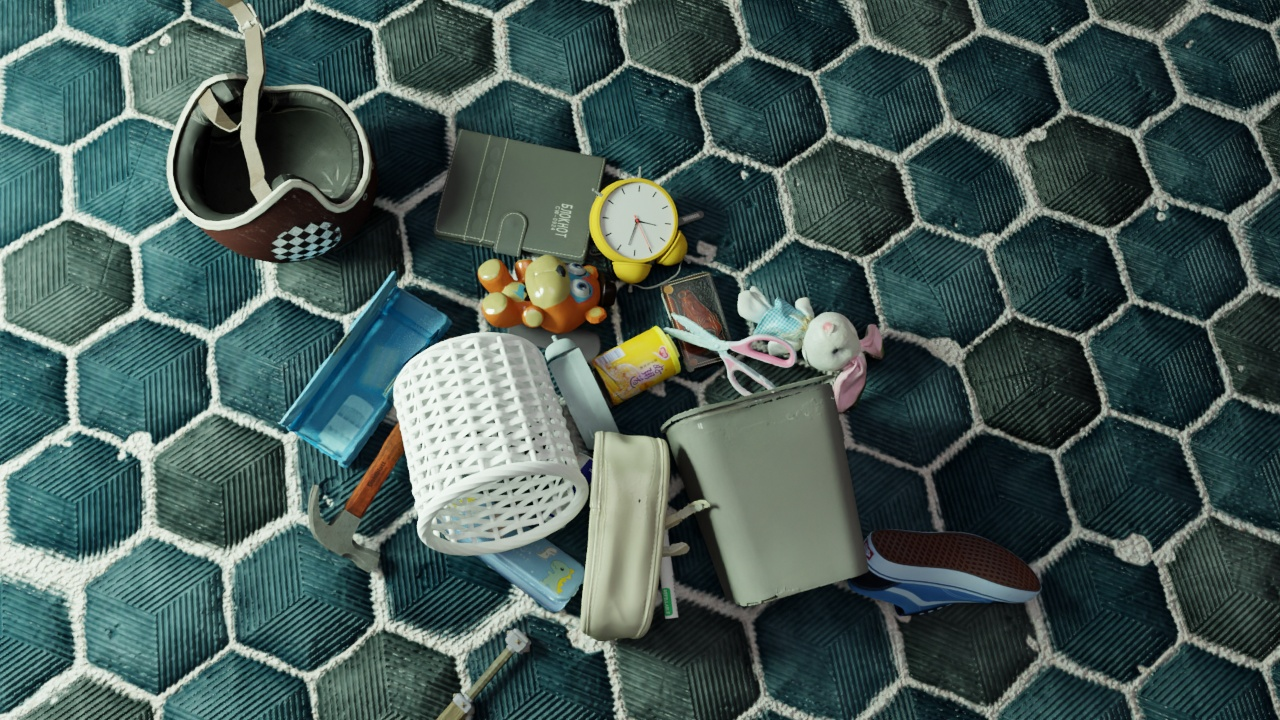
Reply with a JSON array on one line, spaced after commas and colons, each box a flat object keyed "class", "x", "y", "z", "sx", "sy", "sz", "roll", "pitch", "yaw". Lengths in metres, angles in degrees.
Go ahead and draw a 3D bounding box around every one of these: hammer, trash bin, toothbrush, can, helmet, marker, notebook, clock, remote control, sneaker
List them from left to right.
[{"class": "helmet", "x": -0.448, "y": -0.245, "z": 1.121, "sx": 0.234, "sy": 0.253, "sz": 0.233, "roll": -39, "pitch": 73, "yaw": 13}, {"class": "hammer", "x": -0.300, "y": 0.100, "z": 1.134, "sx": 0.111, "sy": 0.028, "sz": 0.300, "roll": 39, "pitch": 68, "yaw": -24}, {"class": "hammer", "x": -0.244, "y": 0.436, "z": 1.058, "sx": 0.147, "sy": 0.028, "sz": 0.316, "roll": 40, "pitch": 77, "yaw": 8}, {"class": "notebook", "x": -0.163, "y": -0.221, "z": 1.245, "sx": 0.209, "sy": 0.029, "sz": 0.169, "roll": 10, "pitch": 74, "yaw": 2}, {"class": "remote control", "x": -0.112, "y": -0.030, "z": 1.201, "sx": 0.124, "sy": 0.009, "sz": 0.046, "roll": 18, "pitch": 75, "yaw": 3}, {"class": "can", "x": -0.086, "y": 0.162, "z": 1.137, "sx": 0.032, "sy": 0.032, "sz": 0.095, "roll": 29, "pitch": 75, "yaw": 6}, {"class": "clock", "x": -0.074, "y": 0.038, "z": 1.129, "sx": 0.045, "sy": 0.123, "sz": 0.159, "roll": -26, "pitch": 64, "yaw": -5}, {"class": "can", "x": -0.007, "y": 0.007, "z": 1.165, "sx": 0.105, "sy": 0.068, "sz": 0.067, "roll": -27, "pitch": 77, "yaw": -9}, {"class": "clock", "x": -0.002, "y": -0.170, "z": 1.209, "sx": 0.113, "sy": 0.052, "sz": 0.152, "roll": -27, "pitch": 100, "yaw": -9}, {"class": "toothbrush", "x": 0.009, "y": -0.173, "z": 1.246, "sx": 0.167, "sy": 0.013, "sz": 0.013, "roll": -20, "pitch": 76, "yaw": -10}, {"class": "marker", "x": 0.029, "y": 0.242, "z": 1.127, "sx": 0.017, "sy": 0.017, "sz": 0.145, "roll": -6, "pitch": 75, "yaw": -4}, {"class": "trash bin", "x": 0.150, "y": 0.155, "z": 1.073, "sx": 0.197, "sy": 0.197, "sz": 0.220, "roll": -14, "pitch": 81, "yaw": -8}, {"class": "sneaker", "x": 0.361, "y": 0.267, "z": 1.117, "sx": 0.241, "sy": 0.098, "sz": 0.083, "roll": 11, "pitch": 36, "yaw": -15}]

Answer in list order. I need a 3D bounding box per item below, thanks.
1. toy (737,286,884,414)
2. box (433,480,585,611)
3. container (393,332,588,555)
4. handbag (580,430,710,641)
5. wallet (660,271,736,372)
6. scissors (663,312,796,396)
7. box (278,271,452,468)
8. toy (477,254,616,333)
[{"class": "toy", "x": 0.219, "y": -0.041, "z": 1.169, "sx": 0.205, "sy": 0.106, "sz": 0.130, "roll": 32, "pitch": 73, "yaw": 5}, {"class": "box", "x": -0.162, "y": 0.219, "z": 1.104, "sx": 0.210, "sy": 0.064, "sz": 0.069, "roll": 35, "pitch": 74, "yaw": 7}, {"class": "container", "x": -0.174, "y": 0.096, "z": 1.049, "sx": 0.189, "sy": 0.190, "sz": 0.186, "roll": -17, "pitch": 58, "yaw": -7}, {"class": "handbag", "x": -0.003, "y": 0.207, "z": 1.052, "sx": 0.132, "sy": 0.184, "sz": 0.228, "roll": 8, "pitch": 73, "yaw": -5}, {"class": "wallet", "x": 0.077, "y": -0.051, "z": 1.209, "sx": 0.072, "sy": 0.019, "sz": 0.123, "roll": -16, "pitch": 76, "yaw": -2}, {"class": "scissors", "x": 0.103, "y": -0.001, "z": 1.170, "sx": 0.179, "sy": 0.108, "sz": 0.016, "roll": 16, "pitch": 33, "yaw": 2}, {"class": "box", "x": -0.341, "y": 0.006, "z": 1.131, "sx": 0.094, "sy": 0.110, "sz": 0.231, "roll": 32, "pitch": 76, "yaw": 7}, {"class": "toy", "x": -0.118, "y": -0.083, "z": 1.172, "sx": 0.176, "sy": 0.096, "sz": 0.112, "roll": 4, "pitch": 48, "yaw": -23}]
